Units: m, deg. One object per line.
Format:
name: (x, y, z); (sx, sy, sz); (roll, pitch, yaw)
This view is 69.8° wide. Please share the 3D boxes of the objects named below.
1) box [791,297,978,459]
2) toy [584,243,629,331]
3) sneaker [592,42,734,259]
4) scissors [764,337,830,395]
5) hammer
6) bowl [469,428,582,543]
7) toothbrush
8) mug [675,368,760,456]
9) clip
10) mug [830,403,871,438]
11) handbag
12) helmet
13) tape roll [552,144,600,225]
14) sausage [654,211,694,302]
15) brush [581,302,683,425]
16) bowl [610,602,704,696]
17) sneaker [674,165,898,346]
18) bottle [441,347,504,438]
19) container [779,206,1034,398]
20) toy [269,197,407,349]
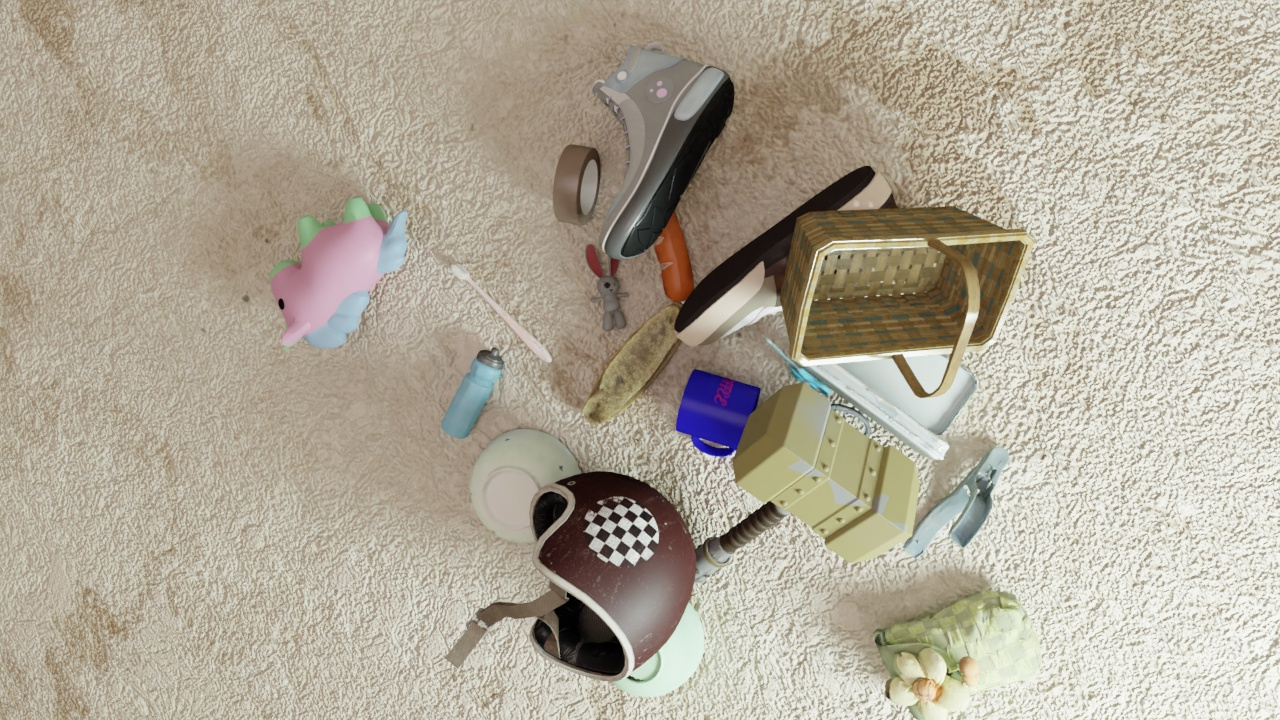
box: (0.275, 0.020, 1.055); (0.211, 0.105, 0.130); (31, 100, 7)
toy: (-0.040, -0.093, 1.151); (0.049, 0.030, 0.112); (-11, 99, -14)
sneaker: (-0.012, -0.251, 1.069); (0.160, 0.093, 0.256); (30, 81, 18)
scissors: (0.178, 0.008, 1.068); (0.055, 0.136, 0.015); (31, 88, 48)
hammer: (0.142, 0.185, 1.066); (0.190, 0.100, 0.326); (35, 134, -7)
bowl: (-0.157, 0.171, 1.194); (0.153, 0.072, 0.153); (2, 100, 14)
toothbrush: (-0.181, -0.062, 1.196); (0.181, 0.018, 0.016); (44, 105, 3)
mug: (0.093, 0.072, 1.125); (0.083, 0.079, 0.111); (16, 129, 10)
clip: (0.364, 0.172, 1.032); (0.031, 0.164, 0.169); (39, 101, 5)
mug: (0.208, 0.101, 1.096); (0.111, 0.081, 0.117); (25, 102, 5)
handbag: (0.370, 0.348, 1.071); (0.187, 0.116, 0.113); (-27, 91, 17)
helmet: (-0.061, 0.257, 1.078); (0.234, 0.252, 0.234); (26, 139, 16)
tape roll: (-0.076, -0.212, 1.110); (0.030, 0.093, 0.094); (11, 100, 11)
sausage: (0.029, -0.152, 1.120); (0.044, 0.039, 0.164); (-19, 92, 0)
brush: (-0.007, 0.007, 1.150); (0.059, 0.043, 0.195); (41, 103, 5)
bowl: (0.003, 0.369, 1.182); (0.151, 0.077, 0.151); (2, 97, 13)
sneaker: (0.179, -0.092, 1.070); (0.294, 0.111, 0.116); (-37, 106, 10)
bottle: (-0.218, 0.040, 1.206); (0.040, 0.040, 0.130); (31, 103, 7)
container: (0.281, -0.063, 0.950); (0.249, 0.186, 0.158); (-5, 127, -15)
toy: (-0.388, -0.109, 1.195); (0.222, 0.120, 0.171); (-17, 84, 16)
